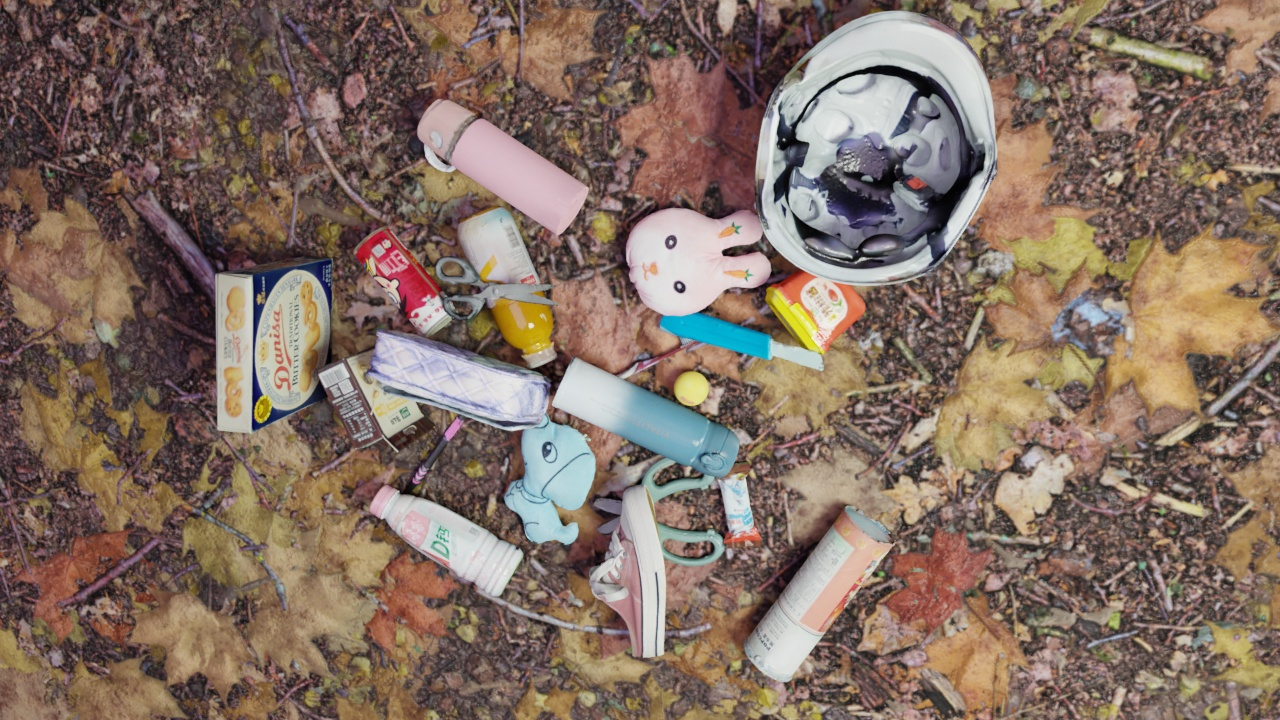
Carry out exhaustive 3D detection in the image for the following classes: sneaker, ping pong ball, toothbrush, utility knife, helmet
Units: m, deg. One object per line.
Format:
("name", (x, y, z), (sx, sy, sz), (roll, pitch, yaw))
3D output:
("sneaker", (-0.018, 0.258, 1.093), (0.088, 0.118, 0.241), (-4, 117, -4))
("ping pong ball", (0.059, 0.033, 1.070), (0.040, 0.040, 0.040), (2, 102, 10))
("toothbrush", (-0.276, 0.138, 1.171), (0.014, 0.017, 0.189), (35, 105, -8))
("utility knife", (0.111, -0.023, 1.022), (0.205, 0.018, 0.034), (18, 98, 30))
("toothbrush", (-0.006, 0.006, 1.091), (0.188, 0.016, 0.017), (-26, 88, 15))
("helmet", (0.232, -0.203, 0.932), (0.229, 0.145, 0.259), (14, 95, 6))

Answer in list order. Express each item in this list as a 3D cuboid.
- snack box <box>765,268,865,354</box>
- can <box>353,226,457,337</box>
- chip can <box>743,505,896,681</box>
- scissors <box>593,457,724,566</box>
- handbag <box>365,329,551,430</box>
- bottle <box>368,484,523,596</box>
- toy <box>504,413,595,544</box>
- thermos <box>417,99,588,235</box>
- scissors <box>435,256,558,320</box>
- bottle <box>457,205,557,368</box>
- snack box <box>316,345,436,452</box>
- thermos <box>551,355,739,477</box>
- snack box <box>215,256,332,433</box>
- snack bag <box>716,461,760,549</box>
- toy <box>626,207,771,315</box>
("snack box", (0.193, -0.062, 1.008), (0.080, 0.082, 0.091), (-39, 94, 2))
("can", (-0.281, -0.094, 1.102), (0.053, 0.053, 0.133), (-39, 93, 16))
("chip can", (0.208, 0.274, 1.079), (0.071, 0.071, 0.215), (33, 106, 3))
("scissors", (0.028, 0.171, 1.119), (0.175, 0.019, 0.176), (17, 105, 8))
("handbag", (-0.212, 0.024, 1.062), (0.194, 0.134, 0.075), (17, 91, 14))
("bottle", (-0.246, 0.220, 1.153), (0.197, 0.068, 0.068), (31, 106, 1))
("toy", (-0.107, 0.145, 1.122), (0.157, 0.049, 0.161), (-31, 90, 24))
("thermos", (-0.162, -0.216, 1.050), (0.198, 0.067, 0.087), (32, 132, 2))
("scissors", (-0.166, -0.084, 1.028), (0.150, 0.014, 0.171), (53, 131, 4))
("bottle", (-0.150, -0.083, 1.071), (0.068, 0.068, 0.189), (-20, 98, 14))
("snack box", (-0.316, 0.048, 1.109), (0.053, 0.113, 0.125), (-22, 97, 15))
("thermos", (0.008, 0.068, 1.063), (0.220, 0.070, 0.070), (25, 105, -1))
("snack box", (-0.425, -0.024, 1.078), (0.046, 0.182, 0.178), (8, 104, 8))
("snack bag", (0.116, 0.174, 1.098), (0.048, 0.026, 0.104), (-7, 101, 0))
("toy", (0.064, -0.116, 1.033), (0.159, 0.054, 0.121), (-13, 94, 6))
